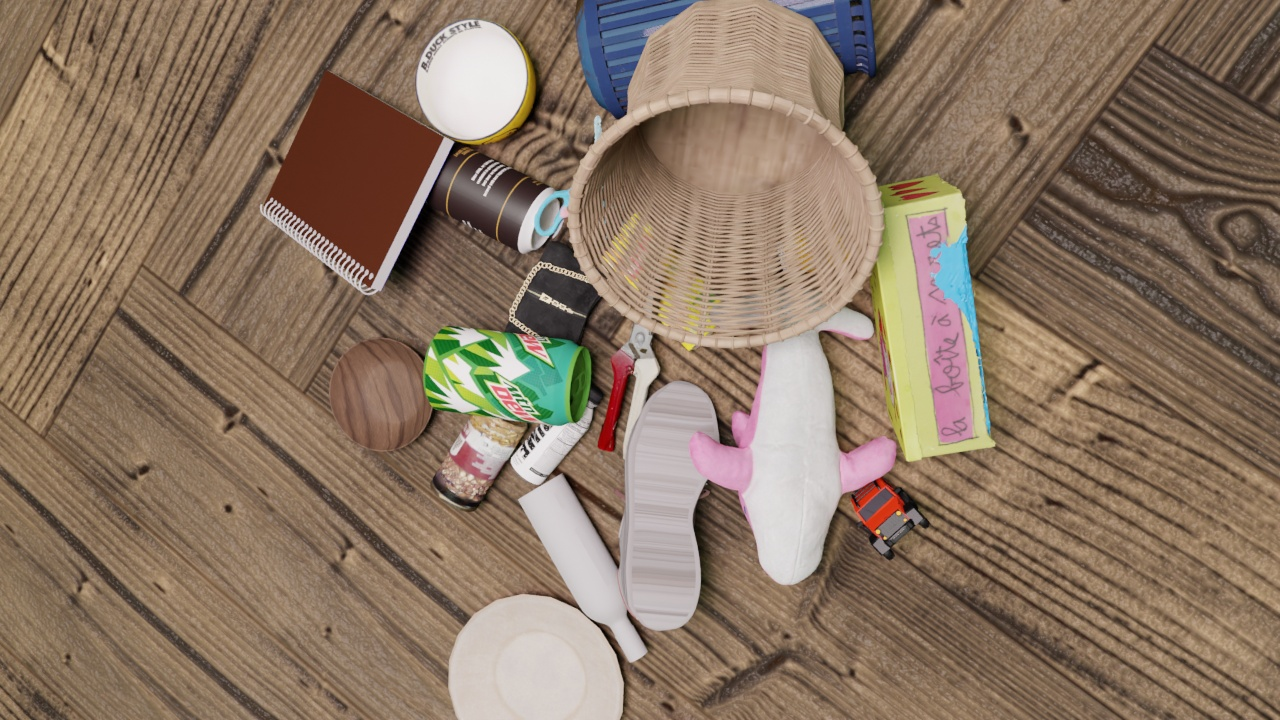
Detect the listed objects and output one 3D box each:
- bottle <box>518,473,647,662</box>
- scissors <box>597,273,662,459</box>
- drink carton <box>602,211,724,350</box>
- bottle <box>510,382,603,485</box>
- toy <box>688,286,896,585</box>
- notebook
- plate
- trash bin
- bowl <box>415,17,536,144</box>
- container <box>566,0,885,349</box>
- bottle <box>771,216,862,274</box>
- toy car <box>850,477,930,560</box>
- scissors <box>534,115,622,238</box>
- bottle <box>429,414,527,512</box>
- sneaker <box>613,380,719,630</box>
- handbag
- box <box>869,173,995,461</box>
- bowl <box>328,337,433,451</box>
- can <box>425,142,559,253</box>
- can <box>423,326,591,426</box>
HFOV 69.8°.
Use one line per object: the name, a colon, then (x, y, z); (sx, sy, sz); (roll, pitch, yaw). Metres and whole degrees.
bottle: (-0.051, 0.211, 0.919); (0.052, 0.052, 0.195); (-32, 86, 12)
scissors: (-0.011, 0.006, 0.895); (0.140, 0.015, 0.189); (-14, 102, 23)
drink carton: (0.025, -0.077, 0.892); (0.059, 0.043, 0.134); (-44, 83, 12)
bottle: (-0.081, 0.071, 0.925); (0.041, 0.041, 0.116); (42, 101, 8)
toy: (0.127, 0.066, 0.843); (0.186, 0.128, 0.265); (3, 89, -11)
notebook: (-0.295, -0.183, 0.932); (0.209, 0.022, 0.172); (34, 100, 32)
plate: (-0.107, 0.333, 0.951); (0.189, 0.027, 0.189); (1, 93, 13)
trash bin: (0.075, -0.301, 0.821); (0.250, 0.139, 0.139); (-7, 91, 15)
bowl: (-0.155, -0.270, 0.910); (0.117, 0.067, 0.117); (1, 93, 13)
container: (0.070, -0.156, 0.730); (0.227, 0.195, 0.227); (5, 135, 5)
bottle: (0.191, -0.113, 0.851); (0.144, 0.043, 0.043); (-15, 89, 13)
toy car: (0.221, 0.138, 0.828); (0.051, 0.100, 0.049); (-45, 89, 9)
scissors: (-0.036, -0.163, 0.881); (0.139, 0.118, 0.015); (-48, 42, 14)
bottle: (-0.165, 0.096, 0.937); (0.056, 0.056, 0.105); (34, 99, 9)
sneaker: (0.019, 0.139, 0.888); (0.099, 0.090, 0.235); (13, 71, -13)
handbag: (-0.081, -0.057, 0.919); (0.079, 0.054, 0.128); (27, 96, -1)
box: (0.238, -0.041, 0.780); (0.079, 0.124, 0.221); (-12, 108, 11)
bowl: (-0.267, 0.035, 0.970); (0.119, 0.032, 0.119); (1, 93, 13)
can: (-0.149, -0.162, 0.912); (0.128, 0.071, 0.072); (27, 98, 10)
can: (-0.126, 0.015, 0.878); (0.144, 0.083, 0.083); (7, 94, 11)
